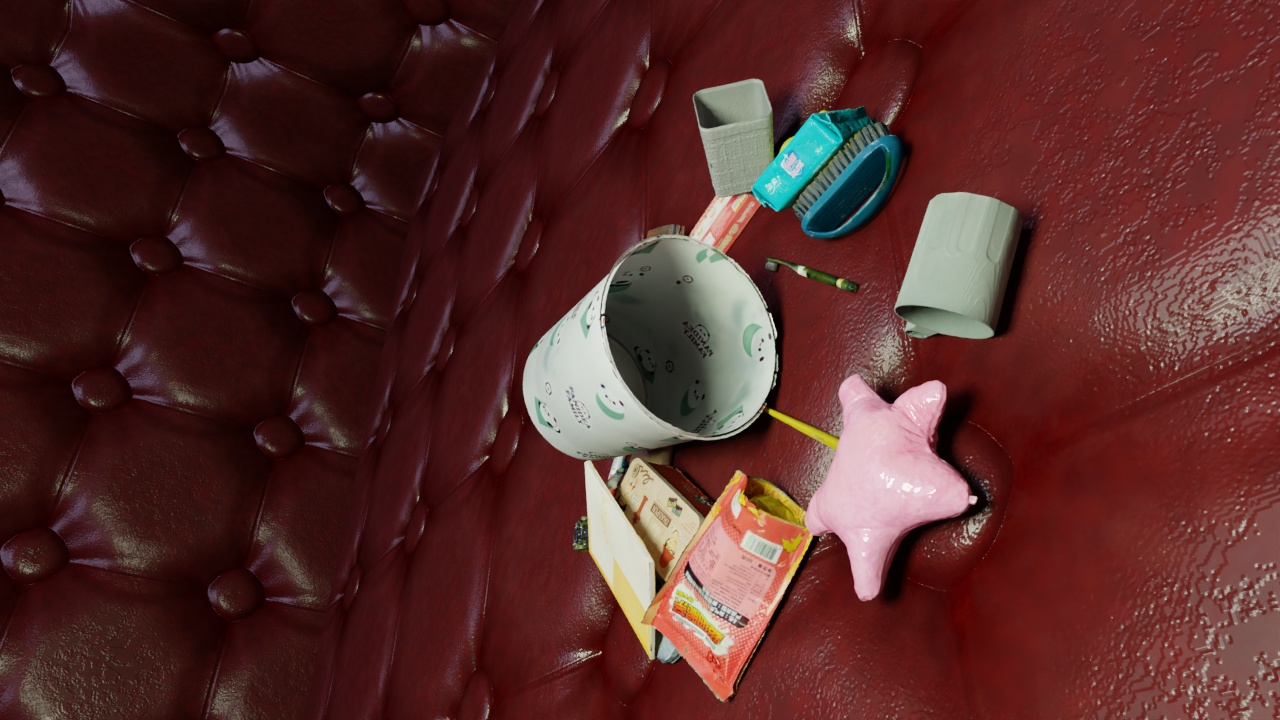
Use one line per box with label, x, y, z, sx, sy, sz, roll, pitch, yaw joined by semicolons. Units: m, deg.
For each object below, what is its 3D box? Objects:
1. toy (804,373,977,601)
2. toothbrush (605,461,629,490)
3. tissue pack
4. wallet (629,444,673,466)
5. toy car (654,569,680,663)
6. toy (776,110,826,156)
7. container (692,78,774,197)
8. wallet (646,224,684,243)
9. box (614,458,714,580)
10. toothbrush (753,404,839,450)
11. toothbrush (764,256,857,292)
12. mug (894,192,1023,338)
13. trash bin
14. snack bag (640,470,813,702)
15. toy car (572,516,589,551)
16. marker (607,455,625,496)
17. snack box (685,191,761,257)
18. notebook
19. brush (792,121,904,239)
toy;0.210;0.109;0.781;0.179;0.074;0.194;13;87;62
toothbrush;-0.028;0.152;1.194;0.191;0.016;0.018;-26;-55;-84
tissue pack;0.194;-0.227;1.024;0.050;0.093;0.134;52;130;12
wallet;0.018;0.093;1.227;0.090;0.033;0.115;-25;54;55
toy car;0.023;0.293;1.067;0.054;0.036;0.120;-55;32;28
toy;0.200;-0.254;1.108;0.100;0.031;0.096;-60;29;20
container;0.123;-0.278;1.164;0.114;0.090;0.090;73;-172;-47
wallet;0.031;-0.131;1.317;0.101;0.032;0.124;-178;94;-73
box;0.041;0.191;1.071;0.168;0.078;0.091;38;106;57
toothbrush;0.161;0.070;0.973;0.190;0.015;0.016;25;99;65
toothbrush;0.189;-0.097;1.040;0.186;0.012;0.017;35;110;64
mug;0.270;-0.078;0.800;0.124;0.083;0.103;112;176;-84
trash bin;-0.006;0.006;1.080;0.253;0.229;0.229;-28;48;54
snack bag;0.089;0.226;0.937;0.128;0.073;0.208;36;109;34
toy car;-0.053;0.236;1.264;0.105;0.032;0.048;-24;50;42
marker;-0.026;0.127;1.304;0.017;0.017;0.145;5;76;64
snack box;0.105;-0.179;1.251;0.153;0.025;0.075;-55;29;30
notebook;-0.025;0.230;1.084;0.206;0.010;0.146;-131;35;-54
brush;0.227;-0.181;0.979;0.144;0.055;0.073;-50;52;37
